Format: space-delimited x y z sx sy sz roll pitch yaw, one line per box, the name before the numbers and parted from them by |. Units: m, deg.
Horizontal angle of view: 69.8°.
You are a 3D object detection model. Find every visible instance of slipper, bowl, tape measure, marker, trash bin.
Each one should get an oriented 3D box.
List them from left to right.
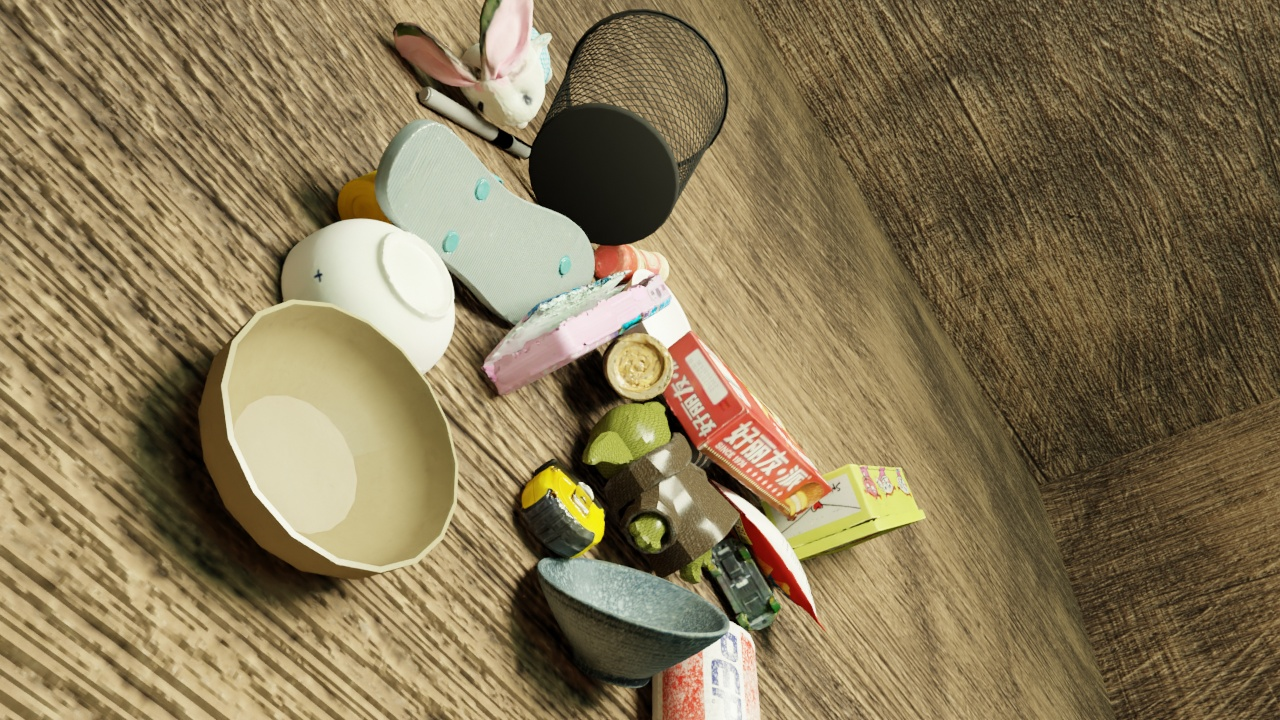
bowl | -0.169 0.047 0.488 0.152 0.051 0.152 44 30 -35
bowl | -0.161 -0.041 0.580 0.113 0.063 0.113 44 31 -36
marker | -0.148 -0.215 0.838 0.140 0.016 0.016 18 50 -57
slipper | -0.121 -0.093 0.698 0.098 0.055 0.268 -66 154 -4
tape measure | -0.053 0.108 0.660 0.065 0.037 0.064 52 16 -8
bowl | -0.012 0.184 0.623 0.137 0.137 0.057 16 91 -58
trash bin | -0.015 -0.231 0.935 0.184 0.184 0.209 51 33 -24
bowl | 0.008 -0.034 0.928 0.110 0.041 0.109 44 30 -35

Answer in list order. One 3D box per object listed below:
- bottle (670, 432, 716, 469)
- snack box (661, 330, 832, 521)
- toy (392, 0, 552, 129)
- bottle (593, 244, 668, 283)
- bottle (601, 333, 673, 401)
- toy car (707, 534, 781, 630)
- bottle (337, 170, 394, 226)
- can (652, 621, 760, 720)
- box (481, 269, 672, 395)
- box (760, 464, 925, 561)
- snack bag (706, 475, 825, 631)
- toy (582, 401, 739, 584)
bottle | 0.051 0.091 0.897 0.113 0.030 0.030 19 49 -57
snack box | 0.104 0.072 0.919 0.236 0.060 0.113 40 13 -51
toy | -0.128 -0.262 0.850 0.205 0.131 0.105 -41 116 -79
bottle | -0.008 -0.099 0.961 0.109 0.044 0.044 0 65 -64
bottle | -0.005 0.005 0.795 0.056 0.056 0.105 61 -3 -3
toy car | 0.093 0.206 0.849 0.091 0.042 0.036 59 0 5
bottle | -0.167 -0.128 0.680 0.043 0.043 0.143 57 25 -11
can | 0.047 0.261 0.659 0.078 0.078 0.135 45 30 -33
box | -0.049 -0.034 0.763 0.053 0.085 0.229 62 25 -3
box | 0.243 0.179 1.077 0.220 0.125 0.080 17 50 -60
snack bag | 0.119 0.180 0.889 0.144 0.039 0.131 55 -5 -14
toy | 0.014 0.107 0.751 0.152 0.078 0.179 56 21 2
